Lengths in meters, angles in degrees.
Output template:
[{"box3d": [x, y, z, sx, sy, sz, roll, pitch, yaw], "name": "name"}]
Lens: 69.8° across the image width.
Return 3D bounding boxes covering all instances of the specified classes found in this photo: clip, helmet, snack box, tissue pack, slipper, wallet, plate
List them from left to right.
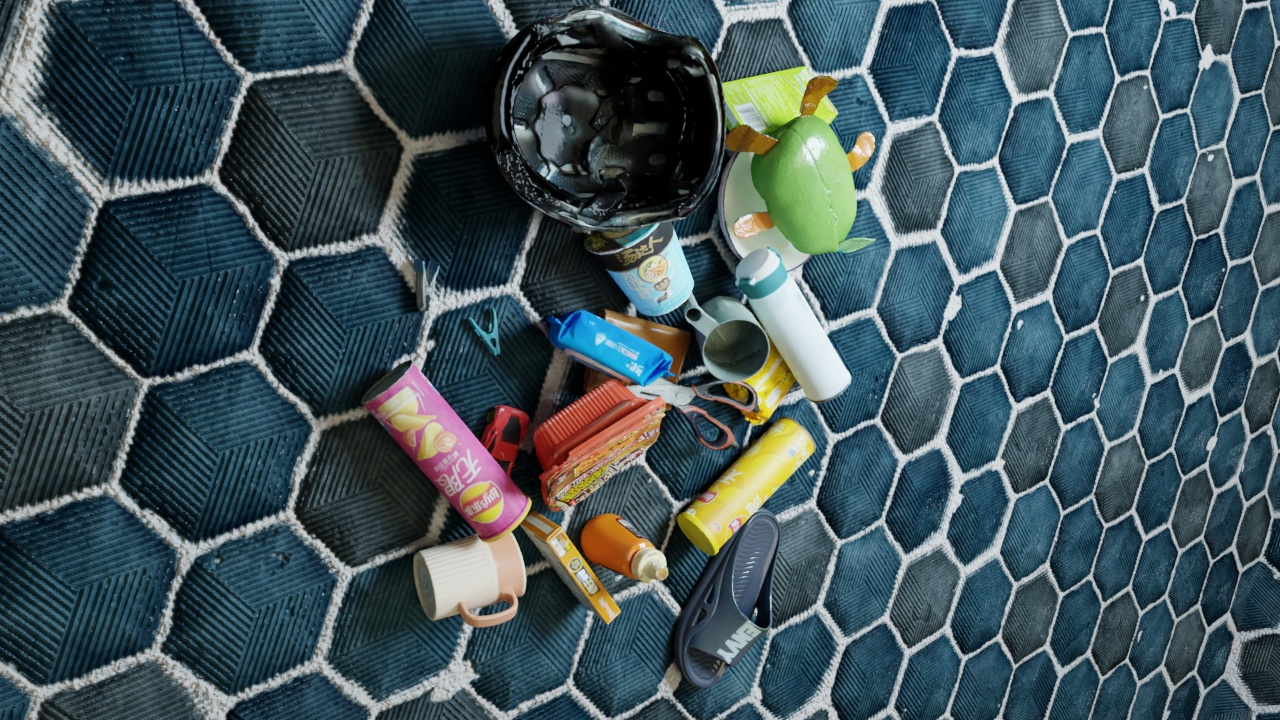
[{"box3d": [-0.232, -0.081, 0.993, 0.042, 0.026, 0.058, 0, 100, -41], "name": "clip"}, {"box3d": [-0.174, -0.030, 1.047, 0.032, 0.013, 0.054, -26, 110, -26], "name": "clip"}, {"box3d": [-0.085, 0.253, 1.121, 0.026, 0.075, 0.154, -41, 119, -20], "name": "snack box"}, {"box3d": [-0.050, -0.255, 1.000, 0.273, 0.157, 0.230, -3, 100, -21], "name": "helmet"}, {"box3d": [-0.037, -0.011, 1.065, 0.157, 0.095, 0.052, 27, 85, -11], "name": "tissue pack"}, {"box3d": [-0.007, 0.007, 1.155, 0.130, 0.035, 0.119, 13, 89, -31], "name": "wallet"}, {"box3d": [0.135, 0.335, 1.280, 0.110, 0.083, 0.268, 29, 82, -32], "name": "slipper"}, {"box3d": [0.174, -0.211, 1.225, 0.192, 0.039, 0.192, -7, 103, -32], "name": "plate"}, {"box3d": [0.172, -0.329, 1.182, 0.156, 0.026, 0.085, -21, 73, -28], "name": "snack box"}]

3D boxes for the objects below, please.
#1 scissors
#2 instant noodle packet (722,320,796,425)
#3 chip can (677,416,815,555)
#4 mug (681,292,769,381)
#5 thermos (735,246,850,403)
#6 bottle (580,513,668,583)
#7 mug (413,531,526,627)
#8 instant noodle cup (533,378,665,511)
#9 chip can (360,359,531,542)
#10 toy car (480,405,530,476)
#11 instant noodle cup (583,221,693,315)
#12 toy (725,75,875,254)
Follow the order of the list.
[{"box3d": [0.059, 0.060, 1.174, 0.201, 0.015, 0.206, -28, 115, -19], "name": "scissors"}, {"box3d": [0.165, 0.012, 1.259, 0.128, 0.044, 0.111, -47, 114, -21], "name": "instant noodle packet"}, {"box3d": [0.147, 0.171, 1.262, 0.213, 0.072, 0.072, -41, 118, -21], "name": "chip can"}, {"box3d": [0.098, -0.042, 1.160, 0.124, 0.103, 0.084, 40, 104, -17], "name": "mug"}, {"box3d": [0.201, -0.048, 1.210, 0.073, 0.073, 0.224, -45, 117, -19], "name": "thermos"}, {"box3d": [-0.015, 0.235, 1.119, 0.066, 0.150, 0.067, -7, 103, -33], "name": "bottle"}, {"box3d": [-0.188, 0.251, 1.033, 0.105, 0.114, 0.082, -11, 133, -29], "name": "mug"}, {"box3d": [-0.056, 0.093, 1.066, 0.164, 0.189, 0.079, -33, 76, -15], "name": "instant noodle cup"}, {"box3d": [-0.208, 0.100, 0.998, 0.071, 0.071, 0.210, -43, 111, -19], "name": "chip can"}, {"box3d": [-0.165, 0.106, 1.069, 0.049, 0.031, 0.106, 23, 88, -33], "name": "toy car"}, {"box3d": [0.007, -0.121, 1.098, 0.111, 0.111, 0.120, -46, 127, -18], "name": "instant noodle cup"}, {"box3d": [0.207, -0.227, 1.159, 0.227, 0.090, 0.247, -33, 127, -4], "name": "toy"}]
